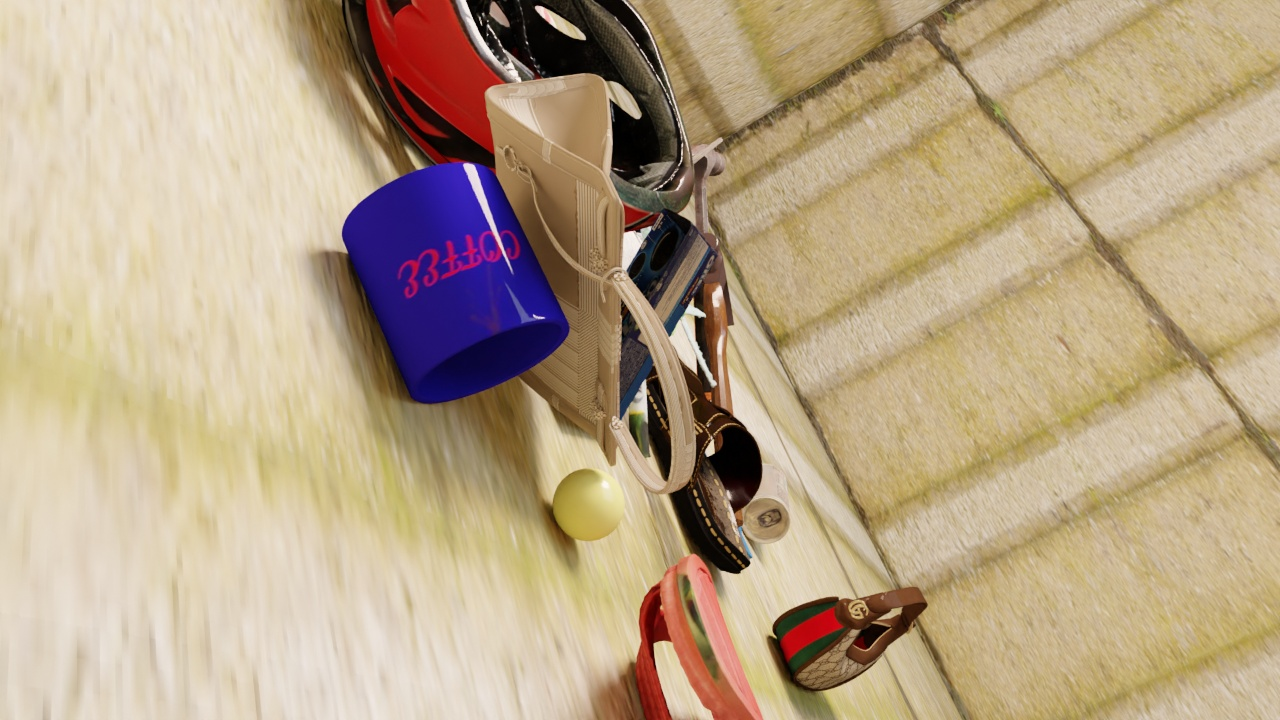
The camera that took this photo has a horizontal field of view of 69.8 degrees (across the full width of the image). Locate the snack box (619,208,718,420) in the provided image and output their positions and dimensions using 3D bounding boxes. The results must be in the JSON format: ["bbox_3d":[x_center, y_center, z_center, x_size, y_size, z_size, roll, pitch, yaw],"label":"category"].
[{"bbox_3d":[-0.001,-0.025,0.636,0.027,0.150,0.082,31,-1,18],"label":"snack box"}]

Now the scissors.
[{"bbox_3d":[0.034,-0.053,0.815,0.167,0.023,0.171,69,16,5],"label":"scissors"}]

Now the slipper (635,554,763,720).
[{"bbox_3d":[0.031,0.183,0.477,0.249,0.059,0.103,72,-3,-52],"label":"slipper"}]

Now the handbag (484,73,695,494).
[{"bbox_3d":[-0.017,-0.016,0.455,0.197,0.062,0.176,-122,-155,-44],"label":"handbag"}]

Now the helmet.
[{"bbox_3d":[-0.074,-0.194,0.626,0.272,0.167,0.216,47,37,-16],"label":"helmet"}]

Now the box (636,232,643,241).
[{"bbox_3d":[-0.017,-0.095,0.961,0.124,0.106,0.215,36,5,8],"label":"box"}]

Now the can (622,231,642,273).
[{"bbox_3d":[-0.042,-0.086,0.766,0.078,0.078,0.136,62,11,5],"label":"can"}]

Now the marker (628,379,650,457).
[{"bbox_3d":[-0.004,0.004,0.717,0.017,0.017,0.146,16,71,-74],"label":"marker"}]

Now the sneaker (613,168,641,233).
[{"bbox_3d":[0.000,-0.155,1.093,0.233,0.091,0.118,56,7,-20],"label":"sneaker"}]

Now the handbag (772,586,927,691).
[{"bbox_3d":[0.201,0.252,0.851,0.166,0.138,0.063,47,19,-54],"label":"handbag"}]

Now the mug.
[{"bbox_3d":[-0.089,-0.030,0.446,0.083,0.079,0.111,63,-17,13],"label":"mug"}]

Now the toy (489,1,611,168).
[{"bbox_3d":[-0.105,-0.241,0.790,0.084,0.142,0.213,-64,143,-30],"label":"toy"}]

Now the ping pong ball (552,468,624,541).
[{"bbox_3d":[-0.029,0.080,0.507,0.040,0.040,0.040,57,12,-19],"label":"ping pong ball"}]

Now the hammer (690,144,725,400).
[{"bbox_3d":[0.073,-0.108,1.123,0.137,0.035,0.314,-5,93,-65],"label":"hammer"}]

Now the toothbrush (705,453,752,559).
[{"bbox_3d":[0.078,0.136,0.935,0.016,0.014,0.166,50,11,-43],"label":"toothbrush"}]

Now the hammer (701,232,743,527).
[{"bbox_3d":[0.083,0.018,0.959,0.115,0.033,0.322,70,16,-58],"label":"hammer"}]

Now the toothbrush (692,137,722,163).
[{"bbox_3d":[0.010,-0.176,0.954,0.010,0.182,0.010,58,14,13],"label":"toothbrush"}]

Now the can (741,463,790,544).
[{"bbox_3d":[0.140,0.159,1.035,0.054,0.054,0.135,60,11,-5],"label":"can"}]

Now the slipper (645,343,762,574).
[{"bbox_3d":[0.058,0.069,0.831,0.113,0.076,0.267,51,15,-44],"label":"slipper"}]
